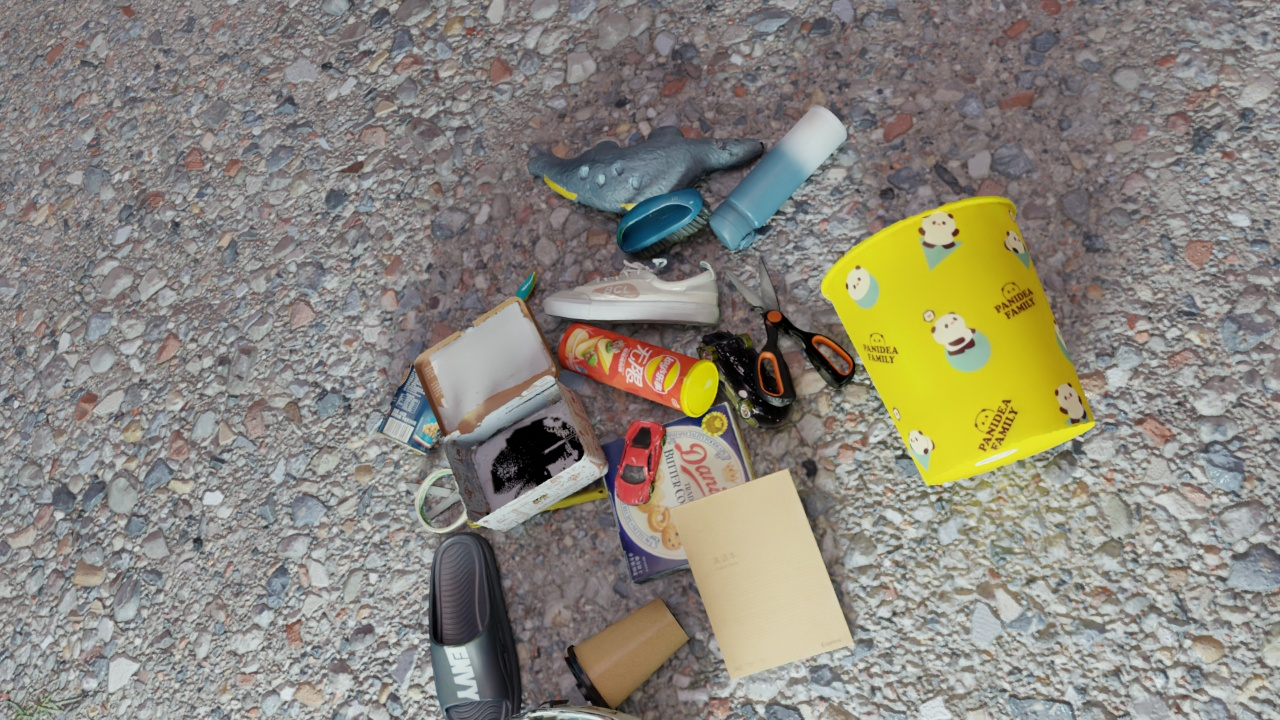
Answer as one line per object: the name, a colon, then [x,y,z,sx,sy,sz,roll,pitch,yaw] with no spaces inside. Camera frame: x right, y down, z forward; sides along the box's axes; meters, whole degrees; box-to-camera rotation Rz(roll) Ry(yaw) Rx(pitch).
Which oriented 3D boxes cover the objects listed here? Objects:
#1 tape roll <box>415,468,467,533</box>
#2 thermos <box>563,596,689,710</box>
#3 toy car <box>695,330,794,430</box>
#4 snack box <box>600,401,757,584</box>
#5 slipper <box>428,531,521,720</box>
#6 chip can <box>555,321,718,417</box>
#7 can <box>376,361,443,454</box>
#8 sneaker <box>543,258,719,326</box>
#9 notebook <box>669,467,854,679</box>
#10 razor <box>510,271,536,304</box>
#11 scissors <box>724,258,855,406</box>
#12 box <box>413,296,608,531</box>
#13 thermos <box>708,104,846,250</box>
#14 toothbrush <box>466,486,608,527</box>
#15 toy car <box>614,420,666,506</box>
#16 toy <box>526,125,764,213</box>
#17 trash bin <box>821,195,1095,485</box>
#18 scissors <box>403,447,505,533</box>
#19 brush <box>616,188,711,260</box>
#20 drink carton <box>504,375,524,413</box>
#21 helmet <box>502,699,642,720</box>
tape roll: [-0.263,0.189,1.235,0.086,0.014,0.085,-7,70,21]
thermos: [-0.017,0.344,1.076,0.143,0.093,0.093,-36,64,-7]
toy car: [0.130,0.025,1.156,0.070,0.042,0.158,-18,60,-28]
snack box: [0.053,0.164,1.137,0.183,0.046,0.177,-21,65,10]
slipper: [-0.224,0.341,1.143,0.111,0.083,0.267,-19,65,12]
chip can: [-0.007,0.007,1.175,0.217,0.073,0.073,19,77,35]
can: [-0.309,0.068,1.271,0.075,0.075,0.111,19,78,23]
sneaker: [-0.014,-0.094,1.223,0.242,0.089,0.090,1,87,14]
notebook: [0.138,0.248,1.062,0.150,0.012,0.211,-21,85,11]
razor: [-0.192,-0.075,1.310,0.132,0.028,0.043,-47,33,0]
scissors: [0.187,-0.037,1.172,0.204,0.022,0.224,11,57,6]
box: [-0.173,0.065,1.181,0.177,0.082,0.260,-31,65,9]
thermos: [0.182,-0.242,1.232,0.220,0.070,0.070,-47,64,-2]
toothbrush: [-0.134,0.190,1.191,0.190,0.016,0.015,-13,69,5]
toy car: [-0.002,0.125,1.127,0.049,0.031,0.106,8,74,22]
toy: [-0.006,-0.267,1.295,0.357,0.091,0.137,-3,42,15]
trash bin: [0.354,-0.012,1.015,0.230,0.229,0.255,-22,72,9]
scissors: [-0.246,0.179,1.245,0.181,0.014,0.159,20,78,24]
brush: [0.022,-0.189,1.237,0.144,0.073,0.055,-25,54,34]
drink carton: [-0.213,0.023,1.272,0.122,0.045,0.053,31,81,24]
helmet: [-0.048,0.480,0.994,0.275,0.156,0.230,-6,81,26]
